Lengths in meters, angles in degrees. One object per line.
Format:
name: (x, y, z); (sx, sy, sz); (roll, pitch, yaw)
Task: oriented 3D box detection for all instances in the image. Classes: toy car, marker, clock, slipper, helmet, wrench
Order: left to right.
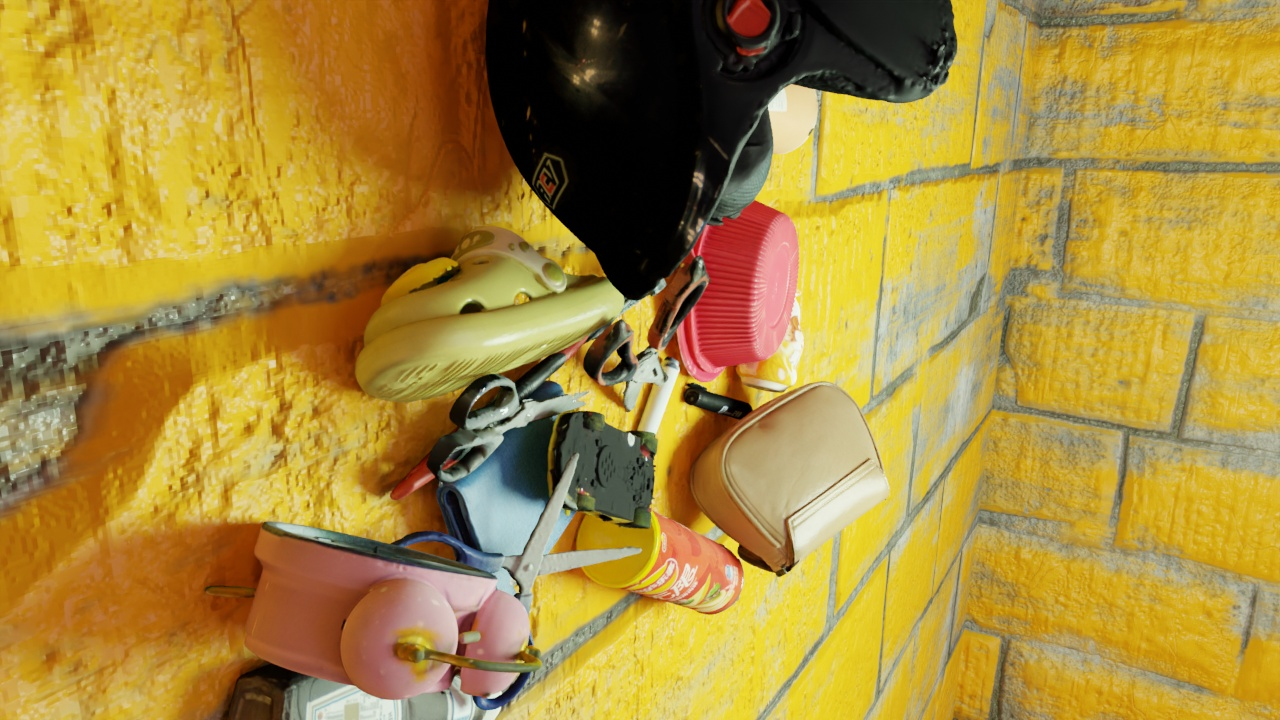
clock: (-0.118, 0.123, 0.442); (0.117, 0.159, 0.059); (33, 67, -58)
slipper: (-0.090, -0.032, 0.539); (0.190, 0.092, 0.081); (-19, 80, -51)
wrench: (-0.067, 0.010, 0.616); (0.016, 0.056, 0.272); (55, 48, -8)
toy car: (-0.027, 0.076, 0.641); (0.155, 0.041, 0.071); (33, 59, -61)
marker: (0.005, 0.057, 0.783); (0.022, 0.018, 0.130); (39, 65, -47)
helmet: (0.021, -0.178, 0.530); (0.230, 0.234, 0.274); (35, 71, -11)
marker: (0.078, 0.042, 0.906); (0.132, 0.020, 0.022); (19, 53, -59)

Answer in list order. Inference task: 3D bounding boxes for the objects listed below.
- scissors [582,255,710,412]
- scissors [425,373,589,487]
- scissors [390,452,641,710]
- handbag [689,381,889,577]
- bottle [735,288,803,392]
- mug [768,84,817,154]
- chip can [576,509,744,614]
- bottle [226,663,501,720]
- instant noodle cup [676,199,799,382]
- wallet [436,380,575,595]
scissors: (0.007, -0.008, 0.663); (0.195, 0.015, 0.216); (-28, 158, -54)
scissors: (-0.067, 0.026, 0.566); (0.174, 0.014, 0.137); (-43, 157, -38)
scissors: (-0.077, 0.136, 0.561); (0.172, 0.012, 0.162); (-1, 102, -27)
handbag: (0.149, 0.115, 0.915); (0.204, 0.100, 0.147); (-25, 78, -34)
bottle: (0.137, -0.023, 0.943); (0.063, 0.063, 0.108); (20, 81, -60)
mug: (0.094, -0.222, 0.800); (0.122, 0.078, 0.078); (-15, 112, -54)
chip can: (0.024, 0.176, 0.798); (0.216, 0.073, 0.073); (41, 63, -58)
bottle: (-0.148, 0.207, 0.531); (0.194, 0.044, 0.079); (25, 67, -61)
instant noodle cup: (0.097, -0.070, 0.843); (0.193, 0.066, 0.194); (-36, 131, -56)
wallet: (-0.082, 0.089, 0.616); (0.132, 0.040, 0.106); (-50, 136, -51)
